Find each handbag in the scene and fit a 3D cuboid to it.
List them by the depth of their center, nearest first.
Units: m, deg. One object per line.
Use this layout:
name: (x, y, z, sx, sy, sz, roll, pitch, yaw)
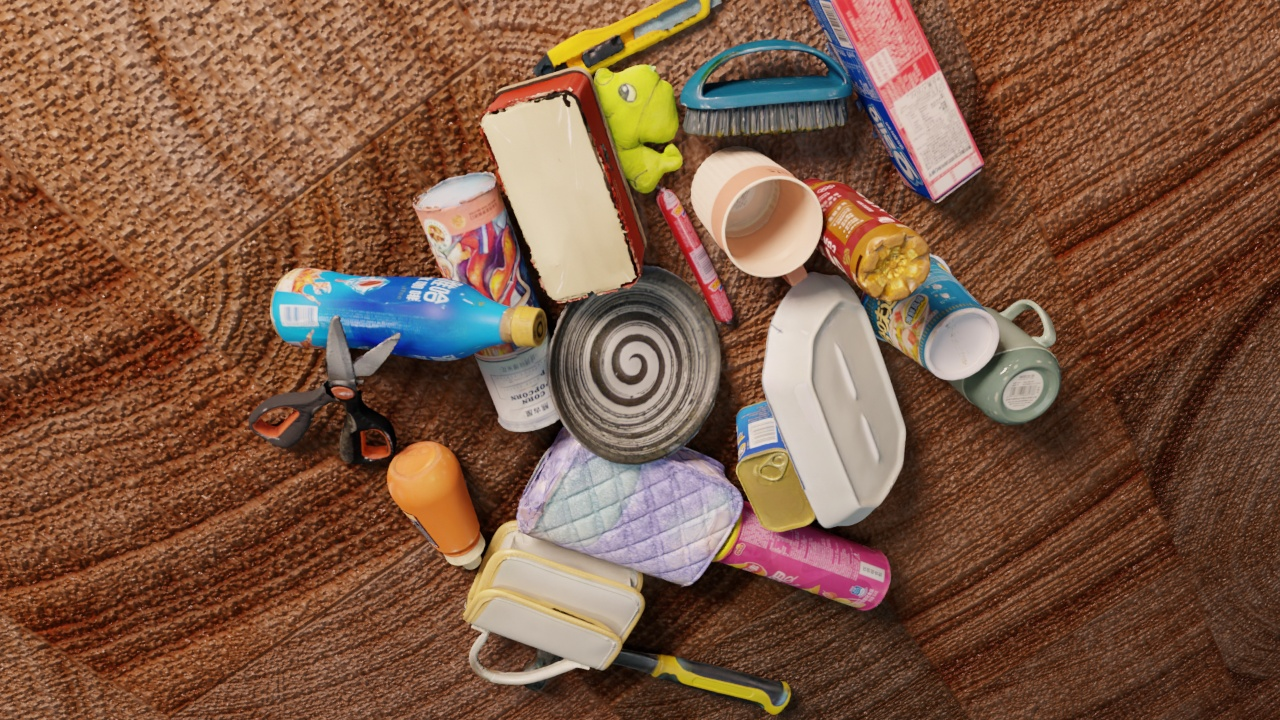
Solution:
handbag: (-0.007, 0.137, 0.891, 0.193, 0.075, 0.134, 25, 104, -22)
handbag: (-0.097, 0.267, 0.926, 0.163, 0.063, 0.179, 22, 108, -10)

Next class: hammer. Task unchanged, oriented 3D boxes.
hammer: (0.035, 0.348, 1.039, 0.323, 0.032, 0.126, 21, 111, -23)

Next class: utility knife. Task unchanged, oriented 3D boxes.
utility knife: (-0.007, -0.257, 0.717, 0.168, 0.015, 0.033, -26, 123, 1)

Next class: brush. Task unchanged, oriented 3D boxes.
brush: (0.102, -0.220, 0.740, 0.143, 0.055, 0.074, -8, 119, -9)

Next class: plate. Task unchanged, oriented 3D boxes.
plate: (-0.005, 0.005, 0.823, 0.179, 0.024, 0.179, -2, 93, -30)
plate: (0.193, 0.042, 0.859, 0.161, 0.034, 0.266, -47, 126, -33)

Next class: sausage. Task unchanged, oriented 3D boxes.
sausage: (0.050, -0.092, 0.816, 0.020, 0.020, 0.156, -28, 120, 2)

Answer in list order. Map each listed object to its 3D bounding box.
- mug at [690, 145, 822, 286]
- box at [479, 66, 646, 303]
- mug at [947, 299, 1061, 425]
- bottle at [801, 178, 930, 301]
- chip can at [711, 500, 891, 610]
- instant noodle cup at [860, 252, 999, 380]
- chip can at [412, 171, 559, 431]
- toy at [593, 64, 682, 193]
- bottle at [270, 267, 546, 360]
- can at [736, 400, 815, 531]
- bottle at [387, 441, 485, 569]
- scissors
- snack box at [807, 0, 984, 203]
mug: (0.101, -0.116, 0.766, 0.082, 0.105, 0.114, -35, 120, 6)
box: (-0.060, -0.131, 0.724, 0.091, 0.076, 0.168, -12, 120, 15)
mug: (0.354, -0.004, 0.886, 0.082, 0.106, 0.112, 30, 106, -25)
bottle: (0.170, -0.106, 0.748, 0.057, 0.174, 0.057, -6, 118, -11)
chip can: (0.164, 0.205, 0.972, 0.210, 0.071, 0.071, 23, 109, -24)
instant noodle cup: (0.270, -0.036, 0.847, 0.099, 0.110, 0.099, -6, 119, -11)
chip can: (-0.120, -0.046, 0.771, 0.071, 0.071, 0.215, -19, 119, -4)
toy: (-0.002, -0.190, 0.745, 0.096, 0.031, 0.100, 17, 117, -21)
bottle: (-0.179, -0.035, 0.714, 0.219, 0.065, 0.065, 5, 120, 16)
can: (0.131, 0.101, 0.895, 0.057, 0.083, 0.102, -18, 121, 15)
bottle: (-0.184, 0.145, 0.865, 0.067, 0.066, 0.150, -20, 127, -3)
scissors: (-0.256, 0.031, 0.747, 0.198, 0.021, 0.227, -2, 147, 6)
snack box: (0.213, -0.230, 0.762, 0.058, 0.057, 0.207, -37, 119, 4)
